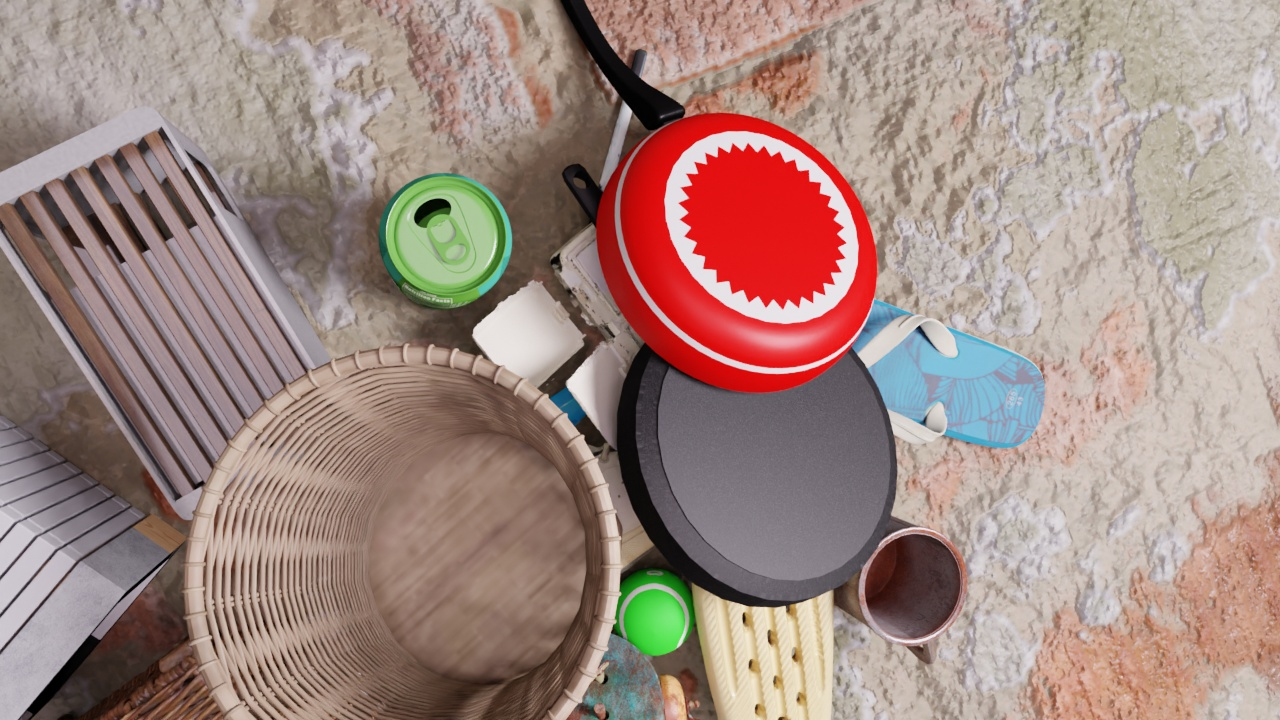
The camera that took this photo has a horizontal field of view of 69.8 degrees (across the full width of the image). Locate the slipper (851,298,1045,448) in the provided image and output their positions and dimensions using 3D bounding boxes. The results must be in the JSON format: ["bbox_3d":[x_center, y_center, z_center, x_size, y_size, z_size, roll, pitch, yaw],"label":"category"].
[{"bbox_3d":[0.217,0.011,0.757,0.294,0.060,0.118,11,86,-13],"label":"slipper"}]

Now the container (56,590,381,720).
[{"bbox_3d":[-0.291,0.285,0.589,0.250,0.162,0.183,-36,94,-2],"label":"container"}]

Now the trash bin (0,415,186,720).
[{"bbox_3d":[-0.448,0.108,0.562,0.247,0.142,0.142,40,83,-11],"label":"trash bin"}]

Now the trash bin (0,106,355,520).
[{"bbox_3d":[-0.297,-0.029,0.607,0.114,0.114,0.229,-31,98,-11],"label":"trash bin"}]

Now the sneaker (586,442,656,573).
[{"bbox_3d":[-0.007,0.093,0.701,0.241,0.089,0.102,-33,86,-9],"label":"sneaker"}]

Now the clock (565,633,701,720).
[{"bbox_3d":[-0.025,0.265,0.662,0.158,0.073,0.121,13,49,15],"label":"clock"}]

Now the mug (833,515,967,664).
[{"bbox_3d":[0.198,0.182,0.734,0.096,0.110,0.123,-22,97,-7],"label":"mug"}]

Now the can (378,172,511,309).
[{"bbox_3d":[-0.134,-0.078,0.628,0.083,0.144,0.083,0,92,-13],"label":"can"}]

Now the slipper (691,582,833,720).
[{"bbox_3d":[0.091,0.214,0.725,0.111,0.079,0.261,-12,106,-16],"label":"slipper"}]

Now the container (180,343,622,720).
[{"bbox_3d":[-0.113,0.119,0.554,0.227,0.196,0.226,-1,80,6],"label":"container"}]

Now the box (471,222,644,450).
[{"bbox_3d":[-0.015,-0.026,0.683,0.145,0.066,0.185,51,53,-11],"label":"box"}]

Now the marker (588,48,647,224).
[{"bbox_3d":[-0.018,-0.171,0.720,0.011,0.011,0.152,15,88,-13],"label":"marker"}]

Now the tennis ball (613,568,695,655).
[{"bbox_3d":[0.010,0.194,0.711,0.065,0.065,0.065,0,92,-13],"label":"tennis ball"}]

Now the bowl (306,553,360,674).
[{"bbox_3d":[-0.191,0.185,0.677,0.110,0.040,0.110,0,92,-13],"label":"bowl"}]

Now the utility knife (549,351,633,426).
[{"bbox_3d":[-0.004,0.004,0.727,0.195,0.015,0.031,-31,101,-13],"label":"utility knife"}]

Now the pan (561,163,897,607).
[{"bbox_3d":[0.053,0.005,0.652,0.224,0.034,0.356,-35,92,-31],"label":"pan"}]

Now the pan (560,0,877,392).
[{"bbox_3d":[0.037,-0.144,0.658,0.208,0.067,0.356,-25,80,-28],"label":"pan"}]
